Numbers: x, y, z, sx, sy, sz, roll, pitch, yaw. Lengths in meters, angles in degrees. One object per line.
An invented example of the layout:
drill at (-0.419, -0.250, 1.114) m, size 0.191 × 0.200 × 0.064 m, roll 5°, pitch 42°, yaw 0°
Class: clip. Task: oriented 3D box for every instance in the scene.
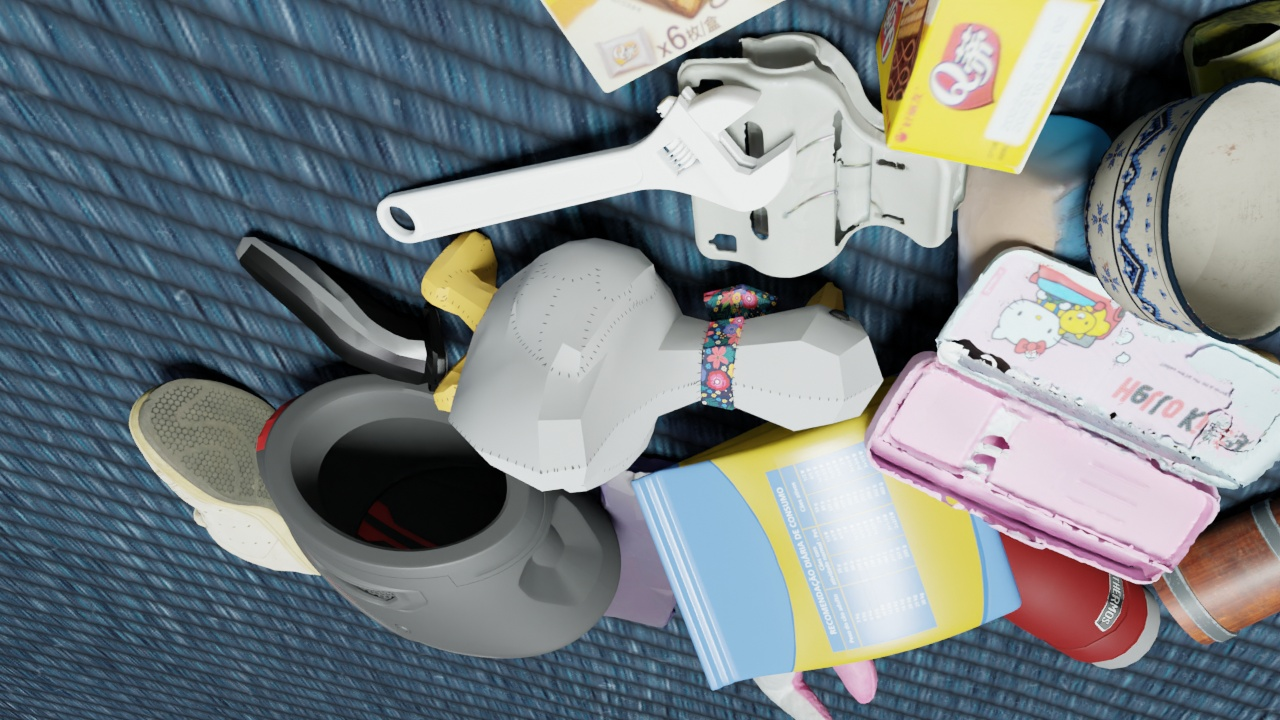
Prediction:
clip at (0.100, -0.109, 0.488) m, size 0.151 × 0.091 × 0.126 m, roll 3°, pitch 137°, yaw 16°

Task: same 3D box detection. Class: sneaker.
sneaker at (-0.328, 0.101, 0.748) m, size 0.102 × 0.088 × 0.241 m, roll -6°, pitch 138°, yaw 25°

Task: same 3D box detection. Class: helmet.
helmet at (-0.142, 0.125, 0.680) m, size 0.265 × 0.163 × 0.170 m, roll 20°, pitch 148°, yaw 8°

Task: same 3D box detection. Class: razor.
razor at (-0.197, -0.032, 0.610) m, size 0.156 × 0.060 × 0.057 m, roll 25°, pitch 159°, yaw -12°

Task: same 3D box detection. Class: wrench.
wrench at (-0.045, -0.097, 0.508) m, size 0.274 × 0.018 × 0.066 m, roll -5°, pitch 128°, yaw 31°

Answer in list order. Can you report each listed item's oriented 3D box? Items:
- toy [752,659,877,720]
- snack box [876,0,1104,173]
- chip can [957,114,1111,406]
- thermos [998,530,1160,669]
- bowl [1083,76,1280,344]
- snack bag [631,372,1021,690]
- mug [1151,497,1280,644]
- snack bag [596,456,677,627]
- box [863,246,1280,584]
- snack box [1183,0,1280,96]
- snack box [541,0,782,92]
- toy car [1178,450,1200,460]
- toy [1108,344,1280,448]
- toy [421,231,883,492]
toy at (0.146, 0.193, 0.760) m, size 0.127 × 0.186 × 0.266 m, roll -23°, pitch 141°, yaw -27°
snack box at (0.147, -0.149, 0.404) m, size 0.061 × 0.105 × 0.084 m, roll 11°, pitch 135°, yaw 0°
chip can at (0.227, -0.026, 0.539) m, size 0.080 × 0.079 × 0.230 m, roll -7°, pitch 133°, yaw 14°
thermos at (0.300, 0.166, 0.723) m, size 0.198 × 0.083 × 0.108 m, roll 31°, pitch 162°, yaw -18°
bowl at (0.256, -0.067, 0.426) m, size 0.115 × 0.115 × 0.059 m, roll 34°, pitch 172°, yaw -24°
snack bag at (0.116, 0.114, 0.601) m, size 0.205 × 0.102 × 0.159 m, roll -21°, pitch 94°, yaw 3°
mug at (0.466, 0.157, 0.693) m, size 0.117 × 0.081 × 0.111 m, roll 19°, pitch 133°, yaw -36°
snack bag at (0.003, 0.153, 0.762) m, size 0.096 × 0.058 × 0.206 m, roll 11°, pitch 136°, yaw -2°
box at (0.243, 0.034, 0.507) m, size 0.201 × 0.044 × 0.155 m, roll 24°, pitch 113°, yaw -7°
snack box at (0.352, -0.109, 0.459) m, size 0.121 × 0.045 × 0.181 m, roll -18°, pitch 127°, yaw 28°
snack box at (0.053, -0.217, 0.381) m, size 0.231 × 0.061 × 0.110 m, roll -20°, pitch 129°, yaw 26°
toy car at (0.349, 0.077, 0.652) m, size 0.112 × 0.034 × 0.046 m, roll 7°, pitch 135°, yaw 1°
toy at (0.333, 0.024, 0.559) m, size 0.134 × 0.105 × 0.108 m, roll 24°, pitch 148°, yaw -8°
toy at (-0.004, 0.003, 0.532) m, size 0.268 × 0.245 × 0.141 m, roll 11°, pitch 117°, yaw 23°
